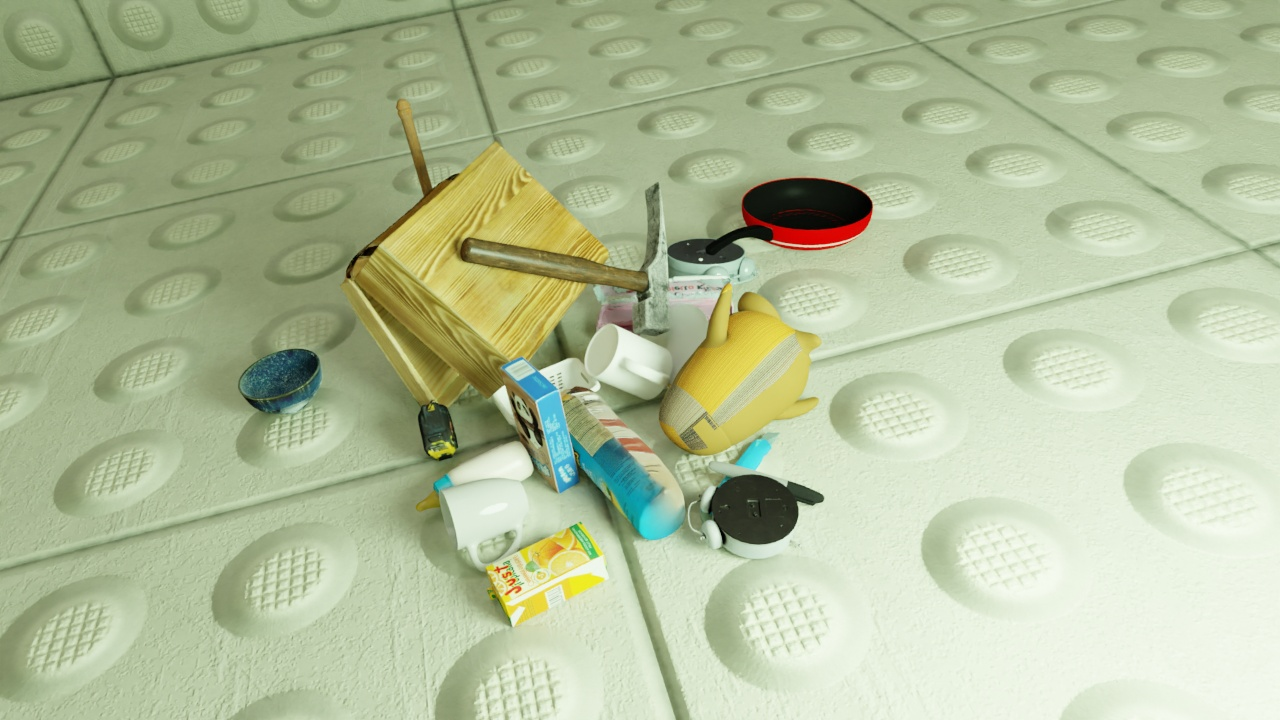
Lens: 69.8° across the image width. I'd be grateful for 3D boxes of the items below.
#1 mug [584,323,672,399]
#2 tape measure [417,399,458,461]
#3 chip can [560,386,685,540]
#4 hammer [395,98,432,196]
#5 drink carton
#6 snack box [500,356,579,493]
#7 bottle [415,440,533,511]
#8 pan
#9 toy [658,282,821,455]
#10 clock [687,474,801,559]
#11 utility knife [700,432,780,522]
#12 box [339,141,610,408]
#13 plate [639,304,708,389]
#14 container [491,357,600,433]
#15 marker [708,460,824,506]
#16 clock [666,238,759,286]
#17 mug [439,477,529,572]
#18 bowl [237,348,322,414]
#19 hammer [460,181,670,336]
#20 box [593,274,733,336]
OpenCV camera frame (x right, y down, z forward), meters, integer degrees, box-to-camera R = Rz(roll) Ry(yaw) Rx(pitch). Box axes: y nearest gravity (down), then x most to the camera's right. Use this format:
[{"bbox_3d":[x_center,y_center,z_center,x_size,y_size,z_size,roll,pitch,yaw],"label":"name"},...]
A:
[{"bbox_3d":[-0.007,0.007,1.188,0.110,0.090,0.074,28,93,57],"label":"mug"},{"bbox_3d":[-0.260,0.091,1.175,0.042,0.072,0.071,-19,67,-6],"label":"tape measure"},{"bbox_3d":[-0.030,0.117,1.094,0.079,0.080,0.229,-26,41,-21],"label":"chip can"},{"bbox_3d":[-0.329,-0.255,1.431,0.163,0.318,0.082,1,39,13],"label":"hammer"},{"bbox_3d":[-0.103,0.230,0.988,0.122,0.041,0.058,-24,40,-18],"label":"drink carton"},{"bbox_3d":[-0.119,0.078,1.097,0.034,0.151,0.087,-28,42,-22],"label":"snack box"},{"bbox_3d":[-0.203,0.147,1.108,0.146,0.051,0.051,-25,40,-20],"label":"bottle"},{"bbox_3d":[0.220,-0.212,1.448,0.209,0.067,0.355,26,43,36],"label":"pan"},{"bbox_3d":[0.109,0.030,1.133,0.203,0.198,0.163,-44,19,-12],"label":"toy"},{"bbox_3d":[0.113,0.173,1.011,0.122,0.035,0.094,0,44,1],"label":"clock"},{"bbox_3d":[0.119,0.137,1.084,0.031,0.015,0.173,21,49,29],"label":"utility knife"},{"bbox_3d":[-0.242,-0.113,1.254,0.216,0.257,0.278,-32,18,46],"label":"box"},{"bbox_3d":[0.042,-0.016,1.253,0.135,0.011,0.134,-26,46,30],"label":"plate"},{"bbox_3d":[-0.121,0.055,1.210,0.129,0.050,0.081,-23,40,-18],"label":"container"},{"bbox_3d":[0.144,0.141,1.058,0.139,0.016,0.022,15,43,13],"label":"marker"},{"bbox_3d":[0.107,-0.145,1.405,0.122,0.045,0.159,-20,33,-33],"label":"clock"},{"bbox_3d":[-0.171,0.186,1.049,0.089,0.071,0.107,-15,65,-22],"label":"mug"},{"bbox_3d":[-0.500,0.040,1.298,0.114,0.061,0.114,-7,37,5],"label":"bowl"},{"bbox_3d":[-0.092,-0.157,1.210,0.300,0.217,0.037,7,-16,-32],"label":"hammer"},{"bbox_3d":[0.033,-0.087,1.326,0.202,0.095,0.087,-2,36,9],"label":"box"}]
